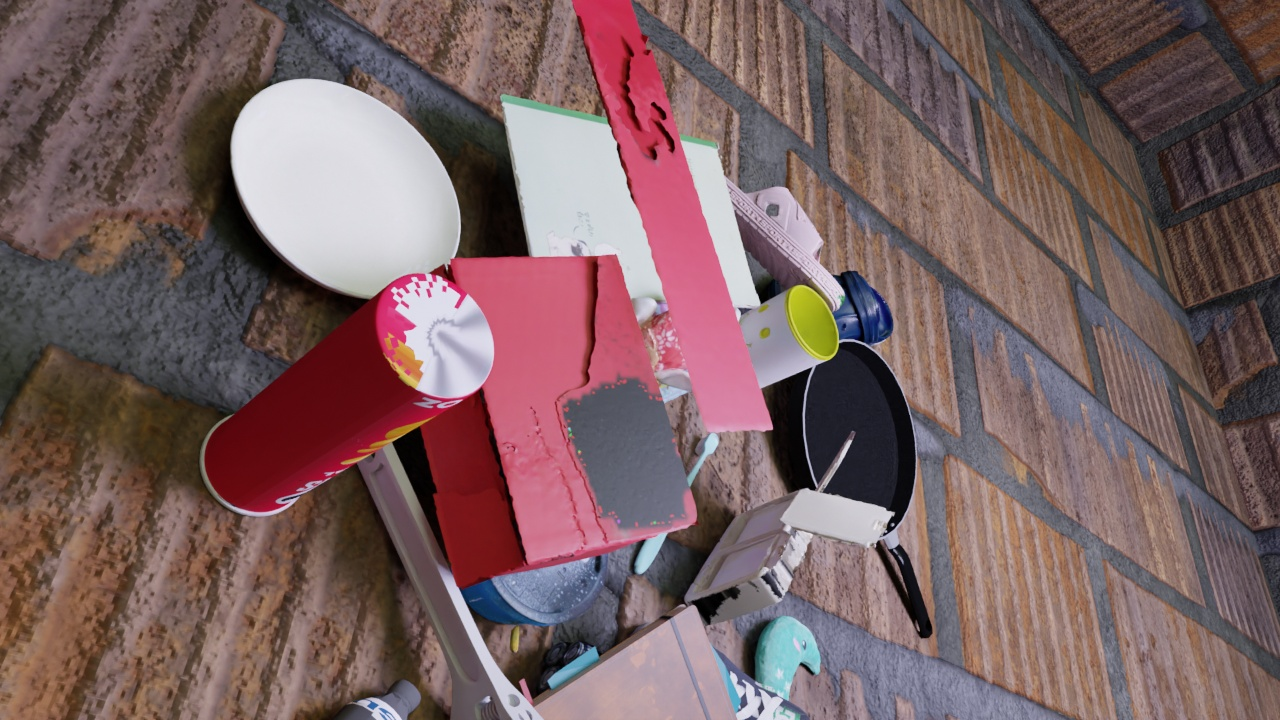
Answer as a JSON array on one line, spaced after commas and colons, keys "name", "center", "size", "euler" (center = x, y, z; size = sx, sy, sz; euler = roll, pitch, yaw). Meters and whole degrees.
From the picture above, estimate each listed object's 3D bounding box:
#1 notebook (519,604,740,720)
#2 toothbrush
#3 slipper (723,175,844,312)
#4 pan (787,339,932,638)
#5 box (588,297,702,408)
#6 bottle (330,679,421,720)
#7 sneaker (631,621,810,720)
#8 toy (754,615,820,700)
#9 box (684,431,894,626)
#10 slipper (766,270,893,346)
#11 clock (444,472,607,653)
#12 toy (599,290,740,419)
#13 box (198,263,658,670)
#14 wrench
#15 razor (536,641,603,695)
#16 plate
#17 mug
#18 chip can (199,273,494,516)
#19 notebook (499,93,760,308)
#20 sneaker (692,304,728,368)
[{"name": "notebook", "center": [0.020, 0.306, 0.655], "size": [0.178, 0.014, 0.249], "euler": [-22, 94, -36]}, {"name": "toothbrush", "center": [0.033, 0.128, 0.839], "size": [0.016, 0.017, 0.180], "euler": [51, 43, -15]}, {"name": "slipper", "center": [0.140, -0.152, 0.997], "size": [0.239, 0.064, 0.094], "euler": [44, -6, 13]}, {"name": "pan", "center": [0.263, 0.151, 1.040], "size": [0.224, 0.034, 0.356], "euler": [-25, 98, -45]}, {"name": "box", "center": [-0.025, -0.057, 0.844], "size": [0.077, 0.096, 0.214], "euler": [-24, 87, -23]}, {"name": "bottle", "center": [-0.172, 0.234, 0.539], "size": [0.047, 0.047, 0.112], "euler": [56, 40, -8]}, {"name": "sneaker", "center": [0.088, 0.291, 0.754], "size": [0.235, 0.079, 0.084], "euler": [46, 44, -17]}, {"name": "toy", "center": [0.137, 0.282, 0.851], "size": [0.105, 0.033, 0.085], "euler": [-35, 106, -51]}, {"name": "box", "center": [0.126, 0.139, 0.791], "size": [0.069, 0.192, 0.143], "euler": [55, 34, -7]}, {"name": "slipper", "center": [0.246, -0.066, 1.112], "size": [0.252, 0.095, 0.105], "euler": [-2, 73, -50]}, {"name": "clock", "center": [-0.076, 0.130, 0.689], "size": [0.117, 0.060, 0.161], "euler": [52, 40, -10]}, {"name": "toy", "center": [-0.005, 0.004, 0.765], "size": [0.159, 0.194, 0.084], "euler": [63, 0, -6]}, {"name": "box", "center": [-0.166, 0.084, 0.693], "size": [0.152, 0.326, 0.213], "euler": [13, 55, -61]}, {"name": "wrench", "center": [-0.136, 0.166, 0.610], "size": [0.018, 0.087, 0.273], "euler": [-13, 68, -49]}, {"name": "razor", "center": [-0.036, 0.279, 0.661], "size": [0.067, 0.054, 0.151], "euler": [-4, 78, -35]}, {"name": "plate", "center": [-0.223, -0.124, 0.693], "size": [0.182, 0.034, 0.182], "euler": [24, 53, -36]}, {"name": "mug", "center": [0.141, -0.021, 0.962], "size": [0.082, 0.106, 0.082], "euler": [24, 53, -37]}, {"name": "chip can", "center": [-0.172, 0.027, 0.517], "size": [0.069, 0.221, 0.069], "euler": [24, 53, -36]}, {"name": "notebook", "center": [-0.003, -0.136, 0.819], "size": [0.252, 0.010, 0.181], "euler": [1, 69, -40]}, {"name": "sneaker", "center": [0.030, -0.108, 0.908], "size": [0.241, 0.088, 0.118], "euler": [58, 40, -5]}]
